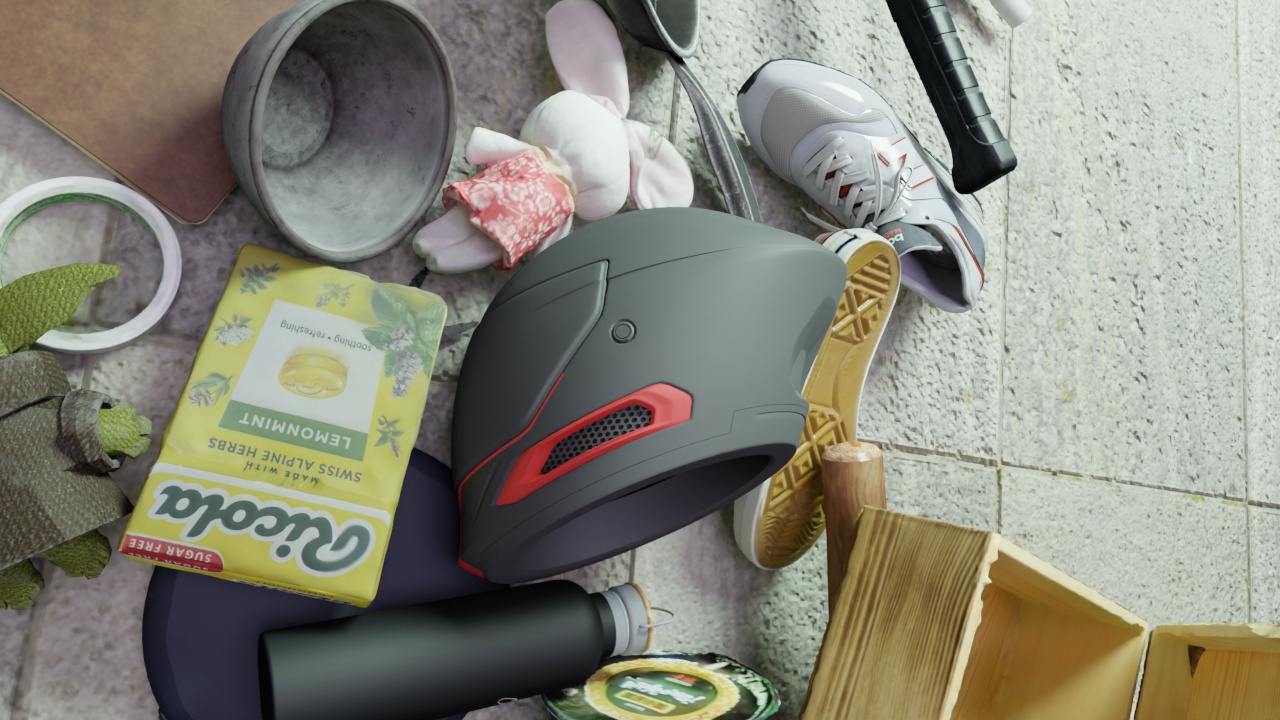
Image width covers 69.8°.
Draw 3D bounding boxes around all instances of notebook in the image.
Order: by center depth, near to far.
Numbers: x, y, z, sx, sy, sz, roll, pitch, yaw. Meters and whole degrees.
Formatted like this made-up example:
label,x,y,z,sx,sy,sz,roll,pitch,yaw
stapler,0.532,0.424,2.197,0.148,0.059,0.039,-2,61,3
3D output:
label,x,y,z,sx,sy,sz,roll,pitch,yaw
notebook,-0.255,-0.211,0.525,0.167,0.024,0.225,38,69,-18

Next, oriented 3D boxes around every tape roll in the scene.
label,x,y,z,sx,sy,sz,roll,pitch,yaw
tape roll,-0.296,-0.050,0.487,0.093,0.018,0.093,3,82,-25

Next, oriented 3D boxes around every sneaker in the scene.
label,x,y,z,sx,sy,sz,roll,pitch,yaw
sneaker,0.103,0.023,0.636,0.118,0.088,0.241,8,101,-37
sneaker,0.172,-0.114,0.659,0.239,0.089,0.124,28,41,-23

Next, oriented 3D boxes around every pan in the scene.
label,x,y,z,sx,sy,sz,roll,pitch,yaw
pan,-0.224,0.187,0.485,0.355,0.021,0.199,-39,104,-23
pan,0.027,-0.214,0.624,0.186,0.055,0.357,-57,135,-62

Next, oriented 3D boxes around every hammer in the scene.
label,x,y,z,sx,sy,sz,roll,pitch,yaw
hammer,0.140,0.201,0.616,0.157,0.037,0.301,-8,101,-26
hammer,0.191,-0.282,0.670,0.025,0.118,0.333,-18,83,-26

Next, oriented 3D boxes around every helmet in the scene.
label,x,y,z,sx,sy,sz,roll,pitch,yaw
helmet,-0.003,0.003,0.533,0.265,0.164,0.169,-24,67,5

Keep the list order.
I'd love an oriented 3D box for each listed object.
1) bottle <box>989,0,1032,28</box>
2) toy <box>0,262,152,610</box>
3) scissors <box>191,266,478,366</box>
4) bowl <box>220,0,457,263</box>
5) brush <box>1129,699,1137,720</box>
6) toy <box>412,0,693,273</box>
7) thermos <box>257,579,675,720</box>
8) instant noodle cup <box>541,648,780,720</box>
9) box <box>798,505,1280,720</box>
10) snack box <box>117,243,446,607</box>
label,x,y,z,sx,sy,sz,roll,pitch,yaw
bottle,0.264,-0.361,0.779,0.195,0.053,0.052,41,68,-16
toy,-0.311,0.042,0.433,0.179,0.078,0.153,-24,95,-11
scissors,-0.177,0.010,0.540,0.157,0.013,0.168,9,80,-25
bowl,-0.175,-0.133,0.509,0.144,0.067,0.145,-44,146,-42
brush,0.386,0.298,0.736,0.271,0.083,0.056,21,75,-21
toy,-0.055,-0.116,0.576,0.193,0.084,0.159,-45,115,-21
thermos,-0.085,0.160,0.509,0.231,0.061,0.061,-3,85,-28
instant noodle cup,0.009,0.245,0.541,0.137,0.137,0.112,0,94,-26
box,0.261,0.271,0.521,0.269,0.264,0.278,29,74,-37
snack box,-0.178,0.029,0.488,0.121,0.045,0.180,17,64,-15
